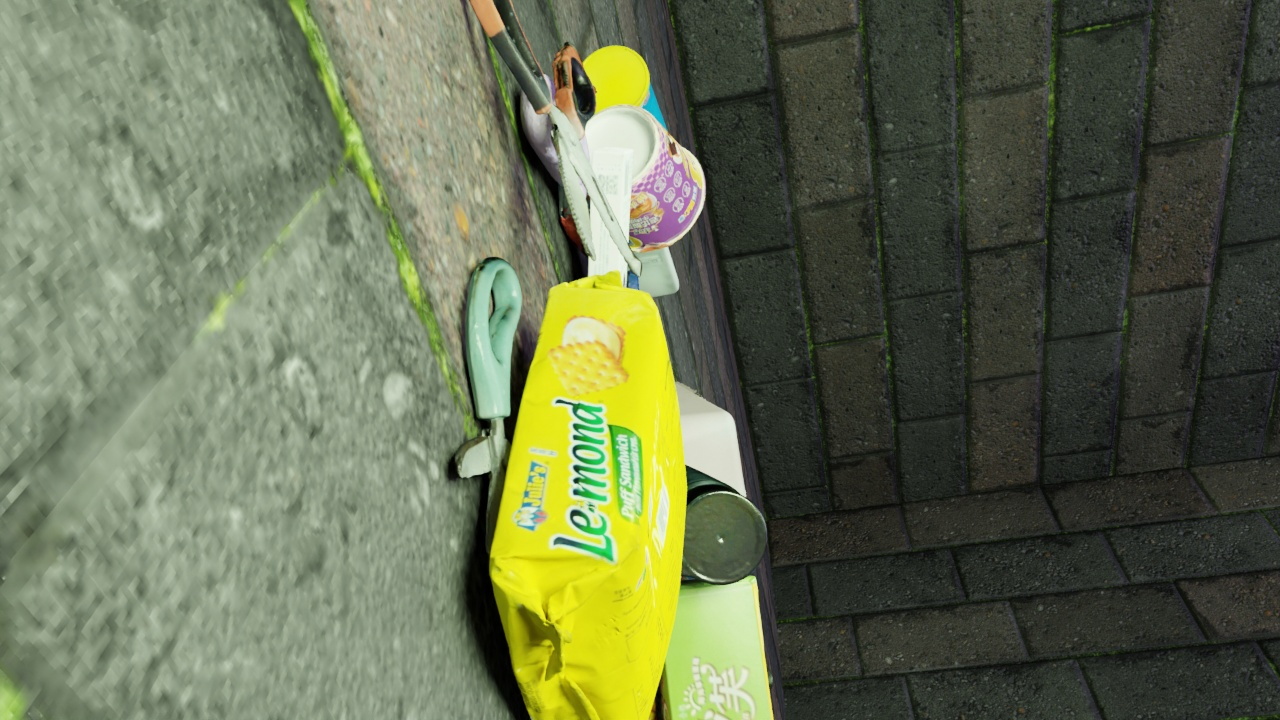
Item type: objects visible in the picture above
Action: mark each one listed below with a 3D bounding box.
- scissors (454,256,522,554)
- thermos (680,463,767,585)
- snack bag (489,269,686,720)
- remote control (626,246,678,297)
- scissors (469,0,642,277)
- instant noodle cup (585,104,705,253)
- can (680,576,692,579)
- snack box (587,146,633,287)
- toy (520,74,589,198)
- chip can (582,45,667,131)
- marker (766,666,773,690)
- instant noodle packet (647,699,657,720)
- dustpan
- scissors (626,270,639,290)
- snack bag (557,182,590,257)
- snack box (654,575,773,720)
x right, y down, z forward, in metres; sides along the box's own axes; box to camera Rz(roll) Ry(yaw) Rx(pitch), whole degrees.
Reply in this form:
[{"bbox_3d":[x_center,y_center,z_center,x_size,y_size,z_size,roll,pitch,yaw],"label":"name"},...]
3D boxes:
[{"bbox_3d":[-0.065,0.039,0.492,0.181,0.019,0.170,71,12,-53],"label":"scissors"},{"bbox_3d":[0.024,0.117,0.683,0.242,0.090,0.068,157,-89,-84],"label":"thermos"},{"bbox_3d":[-0.018,0.077,0.491,0.245,0.068,0.158,-83,166,-49],"label":"snack bag"},{"bbox_3d":[0.003,-0.108,0.956,0.136,0.056,0.020,65,20,-59],"label":"remote control"},{"bbox_3d":[-0.051,-0.154,0.566,0.189,0.015,0.225,50,24,-31],"label":"scissors"},{"bbox_3d":[-0.006,-0.166,0.814,0.099,0.112,0.111,42,39,-65],"label":"instant noodle cup"},{"bbox_3d":[0.058,0.226,0.844,0.053,0.053,0.135,-80,-179,-65],"label":"can"},{"bbox_3d":[-0.024,-0.089,0.727,0.084,0.027,0.157,-76,170,-75],"label":"snack box"},{"bbox_3d":[-0.059,-0.158,0.653,0.108,0.039,0.083,58,23,-70],"label":"toy"},{"bbox_3d":[-0.009,-0.248,0.963,0.210,0.071,0.071,38,43,-77],"label":"chip can"},{"bbox_3d":[0.088,0.245,0.686,0.124,0.015,0.018,91,-13,-63],"label":"marker"},{"bbox_3d":[-0.013,0.236,0.552,0.128,0.044,0.111,-76,153,-69],"label":"instant noodle packet"},{"bbox_3d":[0.017,0.134,0.966,0.274,0.138,0.222,-175,-107,-70],"label":"dustpan"},{"bbox_3d":[-0.005,0.004,0.760,0.172,0.012,0.163,-90,179,-56],"label":"scissors"},{"bbox_3d":[-0.052,-0.137,0.727,0.048,0.026,0.104,97,-11,-69],"label":"snack bag"},{"bbox_3d":[0.044,0.242,0.679,0.210,0.070,0.157,103,-19,-76],"label":"snack box"}]
